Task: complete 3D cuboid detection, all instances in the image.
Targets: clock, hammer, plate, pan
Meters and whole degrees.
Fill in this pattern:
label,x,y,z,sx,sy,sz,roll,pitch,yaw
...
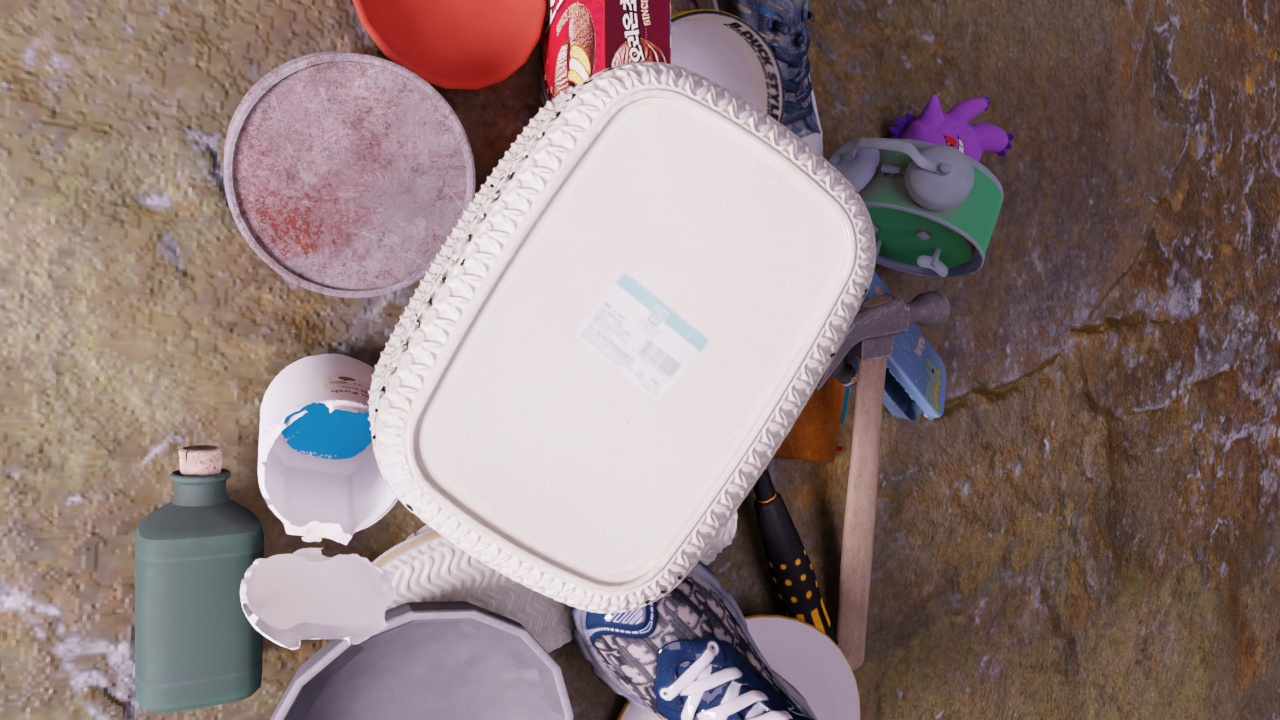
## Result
label,x,y,z,sx,sy,sz,roll,pitch,yaw
clock,0.201,-0.118,0.695,0.161,0.122,0.075,35,73,-54
hammer,0.176,0.108,0.734,0.119,0.031,0.332,-11,115,-25
plate,0.079,0.307,0.704,0.229,0.021,0.230,-5,103,-23
hammer,0.092,0.104,0.693,0.123,0.036,0.321,-24,113,-9
pan,-0.187,0.290,0.533,0.178,0.041,0.357,42,84,-25

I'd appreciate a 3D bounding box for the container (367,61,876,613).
label,x,y,z,sx,sy,sz,roll,pitch,yaw
container,-0.010,-0.010,0.413,0.184,0.143,0.246,32,89,-8

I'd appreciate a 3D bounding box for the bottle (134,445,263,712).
label,x,y,z,sx,sy,sz,roll,pitch,yaw
bottle,-0.236,0.112,0.492,0.061,0.061,0.131,0,94,-29

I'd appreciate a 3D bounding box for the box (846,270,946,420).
label,x,y,z,sx,sy,sz,roll,pitch,yaw
box,0.194,-0.028,0.735,0.209,0.049,0.066,44,67,-35

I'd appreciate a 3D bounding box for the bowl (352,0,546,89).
label,x,y,z,sx,sy,sz,roll,pitch,yaw
bowl,-0.119,-0.222,0.549,0.121,0.035,0.122,-3,96,-31

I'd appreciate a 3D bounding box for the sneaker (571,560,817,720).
label,x,y,z,sx,sy,sz,roll,pitch,yaw
sneaker,0.065,0.231,0.591,0.103,0.132,0.269,-42,116,-8

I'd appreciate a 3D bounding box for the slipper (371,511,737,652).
label,x,y,z,sx,sy,sz,roll,pitch,yaw
slipper,-0.058,0.125,0.606,0.262,0.052,0.115,-16,106,-22

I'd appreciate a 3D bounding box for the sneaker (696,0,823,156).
label,x,y,z,sx,sy,sz,roll,pitch,yaw
sneaker,0.096,-0.227,0.655,0.087,0.079,0.235,-25,107,-27

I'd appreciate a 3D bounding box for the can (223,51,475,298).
label,x,y,z,sx,sy,sz,roll,pitch,yaw
can,-0.160,-0.103,0.510,0.129,0.044,0.130,-8,111,-21

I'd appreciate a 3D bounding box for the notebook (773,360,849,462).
label,x,y,z,sx,sy,sz,roll,pitch,yaw
notebook,0.079,-0.018,0.702,0.249,0.014,0.178,9,90,-32

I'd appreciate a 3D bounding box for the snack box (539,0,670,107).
label,x,y,z,sx,sy,sz,roll,pitch,yaw
snack box,-0.025,-0.191,0.538,0.035,0.152,0.132,-2,95,-18

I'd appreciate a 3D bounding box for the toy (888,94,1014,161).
label,x,y,z,sx,sy,sz,roll,pitch,yaw
toy,0.250,-0.178,0.768,0.088,0.056,0.106,10,124,-34

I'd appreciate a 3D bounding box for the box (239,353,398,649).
label,x,y,z,sx,sy,sz,roll,pitch,yaw
box,-0.162,0.066,0.481,0.084,0.162,0.112,17,97,-23

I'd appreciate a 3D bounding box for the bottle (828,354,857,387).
label,x,y,z,sx,sy,sz,roll,pitch,yaw
bottle,0.129,-0.014,0.701,0.110,0.036,0.036,38,75,-29

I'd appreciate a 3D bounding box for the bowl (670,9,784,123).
label,x,y,z,sx,sy,sz,roll,pitch,yaw
bowl,0.030,-0.174,0.618,0.117,0.067,0.117,-8,113,-18
